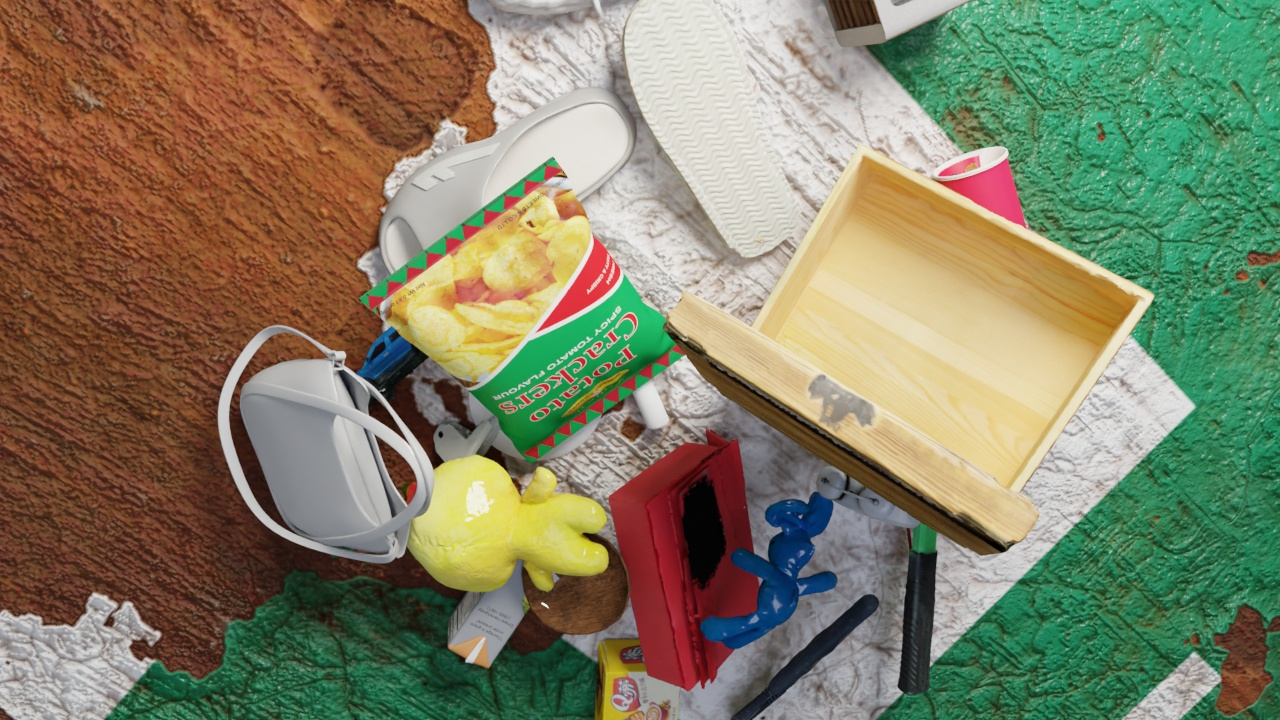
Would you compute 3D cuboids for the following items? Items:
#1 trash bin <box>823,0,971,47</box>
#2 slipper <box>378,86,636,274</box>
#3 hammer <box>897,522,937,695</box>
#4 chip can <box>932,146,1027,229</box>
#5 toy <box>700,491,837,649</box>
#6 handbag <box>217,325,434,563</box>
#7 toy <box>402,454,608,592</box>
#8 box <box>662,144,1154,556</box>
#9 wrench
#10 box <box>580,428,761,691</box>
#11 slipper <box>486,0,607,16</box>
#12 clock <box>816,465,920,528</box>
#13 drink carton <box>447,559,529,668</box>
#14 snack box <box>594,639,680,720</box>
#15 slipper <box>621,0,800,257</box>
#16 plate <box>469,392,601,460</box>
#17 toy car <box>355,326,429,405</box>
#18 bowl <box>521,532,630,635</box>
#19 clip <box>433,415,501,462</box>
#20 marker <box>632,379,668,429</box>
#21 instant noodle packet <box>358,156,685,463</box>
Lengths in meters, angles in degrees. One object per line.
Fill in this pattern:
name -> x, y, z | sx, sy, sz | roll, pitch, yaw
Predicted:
trash bin -> 0.200, -0.399, 0.767 | 0.114, 0.114, 0.229 | -25, 109, 0
slipper -> -0.118, -0.148, 0.816 | 0.266, 0.080, 0.113 | -31, 112, 2
hammer -> 0.299, 0.198, 0.965 | 0.130, 0.032, 0.319 | -4, 101, -34
chip can -> 0.355, -0.094, 0.907 | 0.069, 0.069, 0.220 | -25, 109, -1
toy -> 0.123, 0.190, 0.841 | 0.112, 0.071, 0.176 | 42, 78, -41
handbag -> -0.263, 0.078, 0.798 | 0.095, 0.223, 0.216 | -32, 114, -45
toy -> -0.132, 0.157, 0.849 | 0.208, 0.092, 0.134 | 1, 103, 5
box -> 0.205, 0.001, 0.732 | 0.279, 0.334, 0.287 | 33, 103, 17
wrench -> 0.169, 0.326, 0.978 | 0.073, 0.022, 0.274 | -17, 148, -43
box -> 0.026, 0.192, 0.938 | 0.153, 0.164, 0.214 | 4, 113, 37
slipper -> -0.022, -0.353, 0.779 | 0.247, 0.074, 0.112 | -14, 93, -2
clock -> 0.216, 0.125, 0.860 | 0.122, 0.095, 0.035 | 13, 96, -50
drink carton -> -0.144, 0.240, 0.936 | 0.048, 0.076, 0.125 | 32, 96, -16
snack box -> -0.004, 0.364, 0.998 | 0.083, 0.061, 0.106 | 1, 106, -9
slipper -> 0.067, -0.215, 0.839 | 0.115, 0.052, 0.263 | -31, 119, -1
plate -> -0.102, 0.039, 0.911 | 0.134, 0.011, 0.135 | -2, 107, -8
toy car -> -0.226, -0.005, 0.860 | 0.120, 0.056, 0.043 | -43, 85, 0
bowl -> -0.058, 0.210, 0.883 | 0.114, 0.026, 0.102 | -15, 89, 22
clip -> -0.175, 0.088, 0.901 | 0.052, 0.058, 0.102 | 24, 110, -30
marker -> -0.005, 0.005, 0.909 | 0.027, 0.023, 0.133 | -31, 110, -21
instant noodle packet -> -0.089, -0.030, 0.817 | 0.195, 0.090, 0.253 | -35, 130, 4
